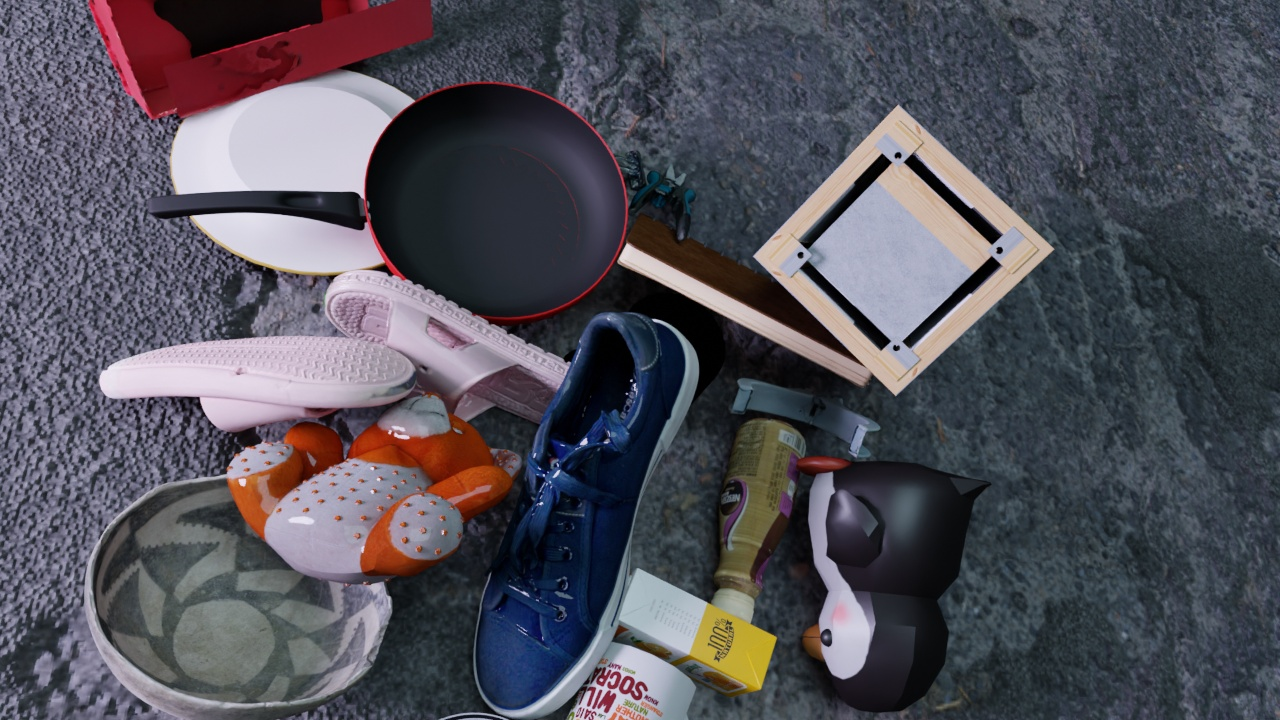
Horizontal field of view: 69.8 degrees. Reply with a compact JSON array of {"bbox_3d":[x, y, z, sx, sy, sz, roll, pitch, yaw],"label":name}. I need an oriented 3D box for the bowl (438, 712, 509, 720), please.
[{"bbox_3d":[-0.113,0.291,0.586,0.120,0.067,0.120,7,63,-15],"label":"bowl"}]

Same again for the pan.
[{"bbox_3d":[-0.185,-0.119,0.724,0.355,0.067,0.208,-6,75,-16],"label":"pan"}]

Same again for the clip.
[{"bbox_3d":[0.160,0.052,0.731,0.159,0.030,0.173,24,10,32],"label":"clip"}]

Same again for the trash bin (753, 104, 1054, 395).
[{"bbox_3d":[0.211,-0.088,0.753,0.142,0.143,0.246,45,16,6],"label":"trash bin"}]

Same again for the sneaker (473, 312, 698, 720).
[{"bbox_3d":[-0.052,0.100,0.613,0.121,0.127,0.294,19,87,30],"label":"sneaker"}]

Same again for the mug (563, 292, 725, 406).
[{"bbox_3d":[-0.004,0.004,0.743,0.121,0.095,0.085,0,65,-18],"label":"mug"}]

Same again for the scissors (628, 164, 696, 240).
[{"bbox_3d":[0.023,-0.149,0.833,0.148,0.019,0.123,-10,49,-47],"label":"scissors"}]

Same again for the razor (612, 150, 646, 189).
[{"bbox_3d":[-0.063,-0.182,0.856,0.144,0.022,0.042,-3,65,-19],"label":"razor"}]

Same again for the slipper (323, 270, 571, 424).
[{"bbox_3d":[-0.132,0.014,0.699,0.239,0.094,0.064,25,56,-12],"label":"slipper"}]

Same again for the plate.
[{"bbox_3d":[-0.269,-0.171,0.772,0.229,0.021,0.229,8,58,-13],"label":"plate"}]

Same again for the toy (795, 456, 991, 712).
[{"bbox_3d":[0.195,0.174,0.702,0.140,0.159,0.183,-3,72,28],"label":"toy"}]

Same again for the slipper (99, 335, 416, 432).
[{"bbox_3d":[-0.265,0.017,0.630,0.222,0.106,0.056,1,104,12],"label":"slipper"}]

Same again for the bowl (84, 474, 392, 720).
[{"bbox_3d":[-0.256,0.161,0.580,0.178,0.081,0.178,26,28,-15],"label":"bowl"}]

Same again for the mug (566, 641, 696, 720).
[{"bbox_3d":[-0.003,0.263,0.639,0.105,0.074,0.089,43,56,-25],"label":"mug"}]

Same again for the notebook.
[{"bbox_3d":[0.091,-0.057,0.788,0.225,0.024,0.167,27,17,-4],"label":"notebook"}]

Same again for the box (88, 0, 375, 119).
[{"bbox_3d":[-0.311,-0.338,0.682,0.210,0.319,0.121,-29,77,-28],"label":"box"}]

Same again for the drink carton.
[{"bbox_3d":[0.030,0.202,0.680,0.122,0.059,0.040,27,60,-4],"label":"drink carton"}]

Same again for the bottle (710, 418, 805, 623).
[{"bbox_3d":[0.089,0.129,0.734,0.059,0.060,0.165,22,61,-7],"label":"bottle"}]

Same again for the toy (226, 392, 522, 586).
[{"bbox_3d":[-0.164,0.078,0.616,0.164,0.093,0.172,10,19,17],"label":"toy"}]
